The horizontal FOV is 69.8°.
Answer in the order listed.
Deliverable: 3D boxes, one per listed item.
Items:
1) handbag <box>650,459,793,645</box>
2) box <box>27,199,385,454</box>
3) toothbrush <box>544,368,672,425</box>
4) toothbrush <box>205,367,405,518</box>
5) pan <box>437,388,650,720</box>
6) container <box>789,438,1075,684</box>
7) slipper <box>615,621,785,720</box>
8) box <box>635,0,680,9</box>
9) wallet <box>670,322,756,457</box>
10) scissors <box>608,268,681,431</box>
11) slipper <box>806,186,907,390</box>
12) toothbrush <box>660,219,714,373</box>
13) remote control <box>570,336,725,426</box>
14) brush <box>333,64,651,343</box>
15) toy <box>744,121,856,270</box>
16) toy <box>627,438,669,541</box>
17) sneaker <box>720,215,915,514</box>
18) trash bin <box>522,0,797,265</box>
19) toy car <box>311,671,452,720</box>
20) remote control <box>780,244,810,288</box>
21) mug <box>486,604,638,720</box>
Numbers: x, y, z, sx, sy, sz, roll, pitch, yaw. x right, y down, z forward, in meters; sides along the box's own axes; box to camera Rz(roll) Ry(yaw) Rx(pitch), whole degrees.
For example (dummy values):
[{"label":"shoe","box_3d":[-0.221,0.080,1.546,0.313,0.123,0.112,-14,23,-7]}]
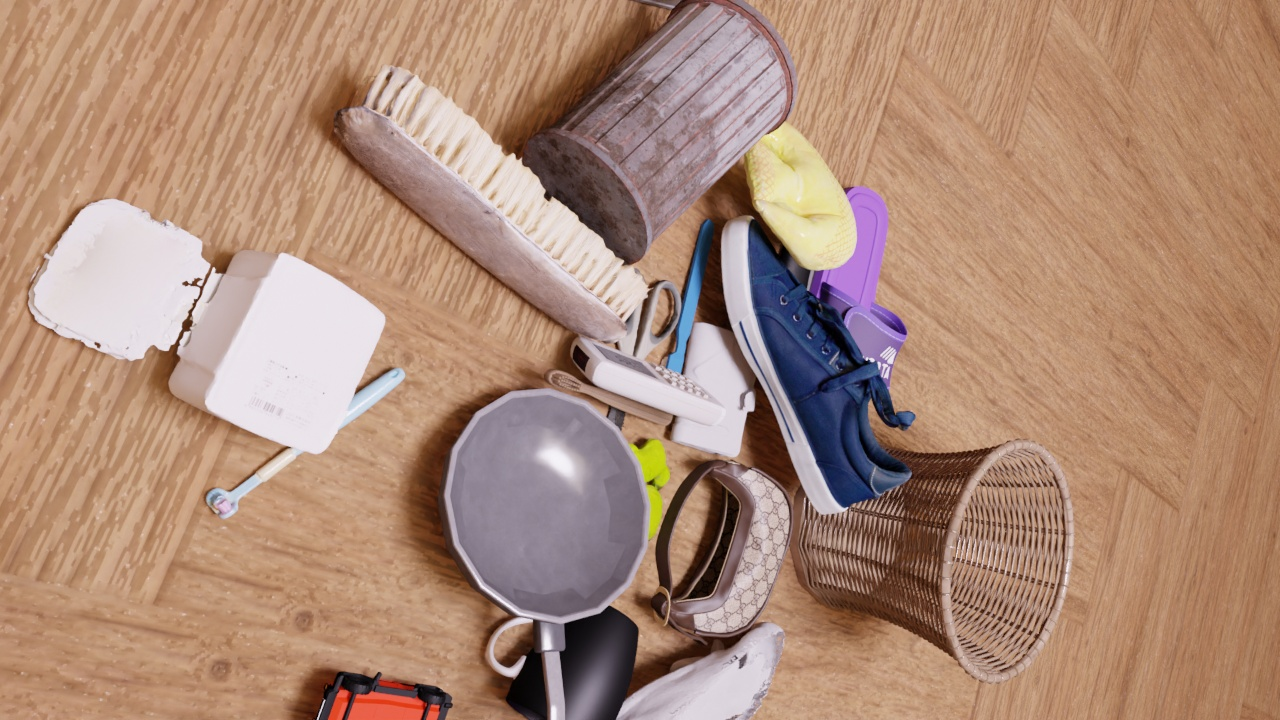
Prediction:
[{"label":"handbag","box_3d":[0.066,0.173,0.835,0.138,0.063,0.166,27,81,-36]},{"label":"box","box_3d":[-0.254,-0.022,0.556,0.190,0.083,0.110,32,72,-34]},{"label":"toothbrush","box_3d":[-0.021,0.032,0.761,0.166,0.016,0.016,23,86,-52]},{"label":"toothbrush","box_3d":[-0.223,0.051,0.624,0.022,0.016,0.154,44,61,10]},{"label":"pan","box_3d":[-0.069,0.196,0.675,0.178,0.041,0.356,9,67,-35]},{"label":"container","box_3d":[0.288,0.181,0.927,0.226,0.196,0.227,-3,95,-39]},{"label":"slipper","box_3d":[0.053,0.301,0.823,0.246,0.074,0.112,-16,133,-48]},{"label":"box","box_3d":[-0.025,-0.311,0.726,0.209,0.064,0.033,-4,105,-38]},{"label":"wallet","box_3d":[0.072,0.029,0.849,0.086,0.032,0.116,14,84,-37]},{"label":"scissors","box_3d":[-0.017,-0.002,0.789,0.169,0.013,0.132,-51,121,-19]},{"label":"slipper","box_3d":[0.224,-0.046,0.930,0.107,0.084,0.266,14,85,-39]},{"label":"toothbrush","box_3d":[0.042,-0.050,0.834,0.016,0.014,0.166,23,75,-37]},{"label":"remote control","box_3d":[0.007,0.018,0.762,0.138,0.060,0.025,22,102,-31]},{"label":"brush","box_3d":[-0.099,-0.102,0.669,0.271,0.083,0.056,39,68,-33]},{"label":"toy","box_3d":[0.147,-0.154,0.849,0.154,0.065,0.170,19,48,-42]},{"label":"toy","box_3d":[-0.006,0.116,0.791,0.094,0.036,0.093,-9,94,-45]},{"label":"sneaker","box_3d":[0.168,-0.005,0.830,0.294,0.127,0.120,65,28,-7]},{"label":"trash bin","box_3d":[0.022,-0.189,0.731,0.210,0.131,0.131,-47,120,-24]},{"label":"toy car","box_3d":[-0.184,0.250,0.649,0.100,0.049,0.051,25,78,-37]},{"label":"remote control","box_3d":[0.165,-0.124,0.918,0.041,0.020,0.151,21,79,-36]},{"label":"mug","box_3d":[-0.061,0.238,0.736,0.119,0.085,0.100,34,63,-5]}]
